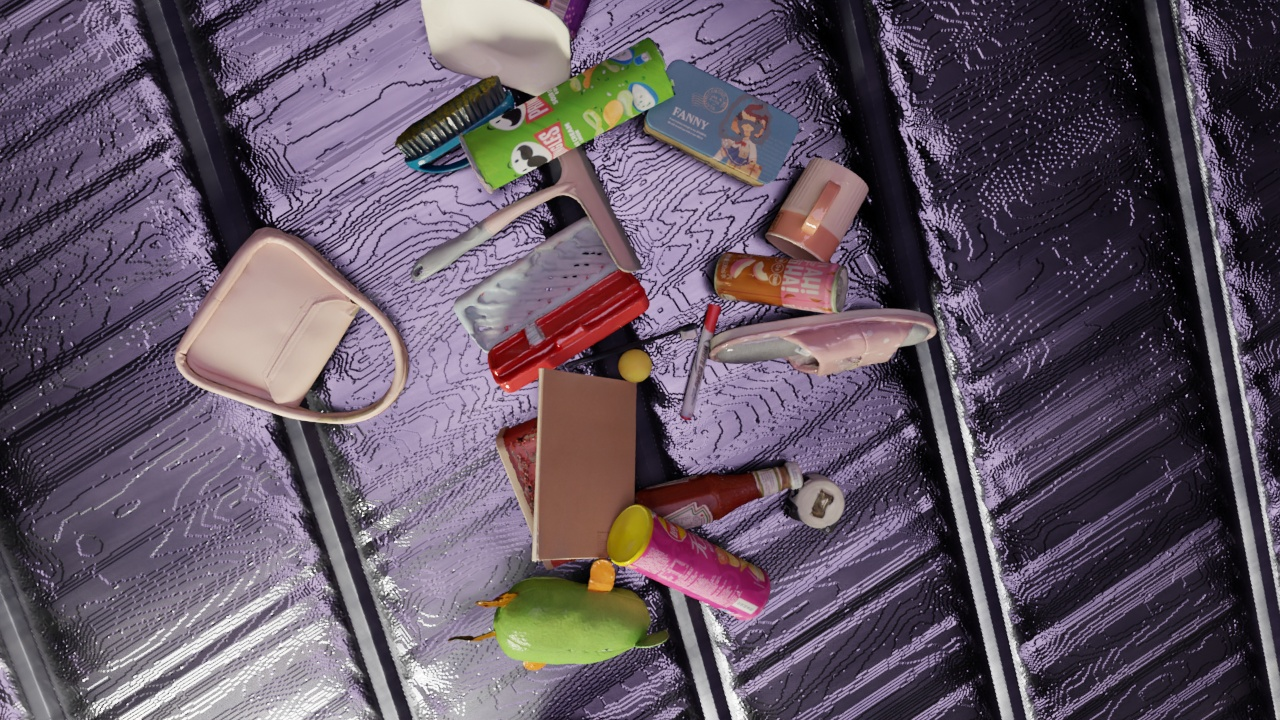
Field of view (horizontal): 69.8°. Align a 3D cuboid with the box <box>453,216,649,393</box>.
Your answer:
[{"bbox_3d":[-0.105,-0.067,1.056,0.201,0.118,0.098,-32,127,-1],"label":"box"}]

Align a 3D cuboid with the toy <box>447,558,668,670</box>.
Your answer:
[{"bbox_3d":[-0.094,0.306,1.082,0.246,0.089,0.228,13,132,-27],"label":"toy"}]

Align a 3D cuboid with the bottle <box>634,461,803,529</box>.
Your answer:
[{"bbox_3d":[0.096,0.163,1.120,0.206,0.060,0.060,-14,98,-5],"label":"bottle"}]

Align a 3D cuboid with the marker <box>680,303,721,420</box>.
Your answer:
[{"bbox_3d":[0.073,0.002,1.120,0.017,0.017,0.145,14,95,-8],"label":"marker"}]

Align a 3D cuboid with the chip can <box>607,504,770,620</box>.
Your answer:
[{"bbox_3d":[0.060,0.241,1.083,0.210,0.071,0.071,32,92,-32],"label":"chip can"}]

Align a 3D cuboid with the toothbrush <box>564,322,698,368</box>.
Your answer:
[{"bbox_3d":[-0.008,-0.015,1.080,0.180,0.016,0.018,-16,108,-26],"label":"toothbrush"}]

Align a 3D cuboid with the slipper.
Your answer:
[{"bbox_3d":[0.219,-0.015,1.092,0.274,0.114,0.054,-5,73,-4],"label":"slipper"}]

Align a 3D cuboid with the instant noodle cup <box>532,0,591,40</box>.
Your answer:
[{"bbox_3d":[-0.099,-0.415,1.013,0.111,0.111,0.099,17,104,-8],"label":"instant noodle cup"}]

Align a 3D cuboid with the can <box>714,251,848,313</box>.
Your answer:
[{"bbox_3d":[0.162,-0.091,1.066,0.147,0.057,0.058,10,96,25],"label":"can"}]

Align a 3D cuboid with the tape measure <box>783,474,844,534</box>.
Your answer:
[{"bbox_3d":[0.220,0.177,1.149,0.065,0.033,0.066,21,94,-10],"label":"tape measure"}]

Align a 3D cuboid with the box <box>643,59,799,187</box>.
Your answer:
[{"bbox_3d":[0.087,-0.276,1.068,0.184,0.060,0.090,22,93,-10],"label":"box"}]

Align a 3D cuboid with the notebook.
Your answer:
[{"bbox_3d":[-0.059,0.121,1.053,0.149,0.012,0.211,10,77,-44],"label":"notebook"}]

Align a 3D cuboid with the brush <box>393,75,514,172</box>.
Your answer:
[{"bbox_3d":[-0.203,-0.259,1.041,0.144,0.055,0.073,-34,125,1],"label":"brush"}]

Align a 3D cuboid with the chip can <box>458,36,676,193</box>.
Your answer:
[{"bbox_3d":[-0.078,-0.268,0.999,0.236,0.072,0.072,-27,99,3],"label":"chip can"}]

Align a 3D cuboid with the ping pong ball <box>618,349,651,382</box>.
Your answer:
[{"bbox_3d":[-0.007,0.006,1.099,0.040,0.040,0.040,-1,97,-7],"label":"ping pong ball"}]

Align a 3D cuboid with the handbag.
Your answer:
[{"bbox_3d":[-0.377,-0.019,1.043,0.234,0.093,0.193,32,92,-17],"label":"handbag"}]

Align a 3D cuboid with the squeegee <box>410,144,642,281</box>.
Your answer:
[{"bbox_3d":[-0.161,-0.155,1.046,0.250,0.040,0.247,-28,79,8],"label":"squeegee"}]

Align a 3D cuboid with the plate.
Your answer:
[{"bbox_3d":[-0.149,-0.352,0.984,0.164,0.164,0.034,17,72,-1],"label":"plate"}]

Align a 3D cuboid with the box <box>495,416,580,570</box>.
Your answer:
[{"bbox_3d":[-0.103,0.150,1.080,0.076,0.091,0.168,-21,99,-1],"label":"box"}]

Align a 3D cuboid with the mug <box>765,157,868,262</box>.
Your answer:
[{"bbox_3d":[0.207,-0.174,1.067,0.081,0.114,0.106,30,90,6],"label":"mug"}]
